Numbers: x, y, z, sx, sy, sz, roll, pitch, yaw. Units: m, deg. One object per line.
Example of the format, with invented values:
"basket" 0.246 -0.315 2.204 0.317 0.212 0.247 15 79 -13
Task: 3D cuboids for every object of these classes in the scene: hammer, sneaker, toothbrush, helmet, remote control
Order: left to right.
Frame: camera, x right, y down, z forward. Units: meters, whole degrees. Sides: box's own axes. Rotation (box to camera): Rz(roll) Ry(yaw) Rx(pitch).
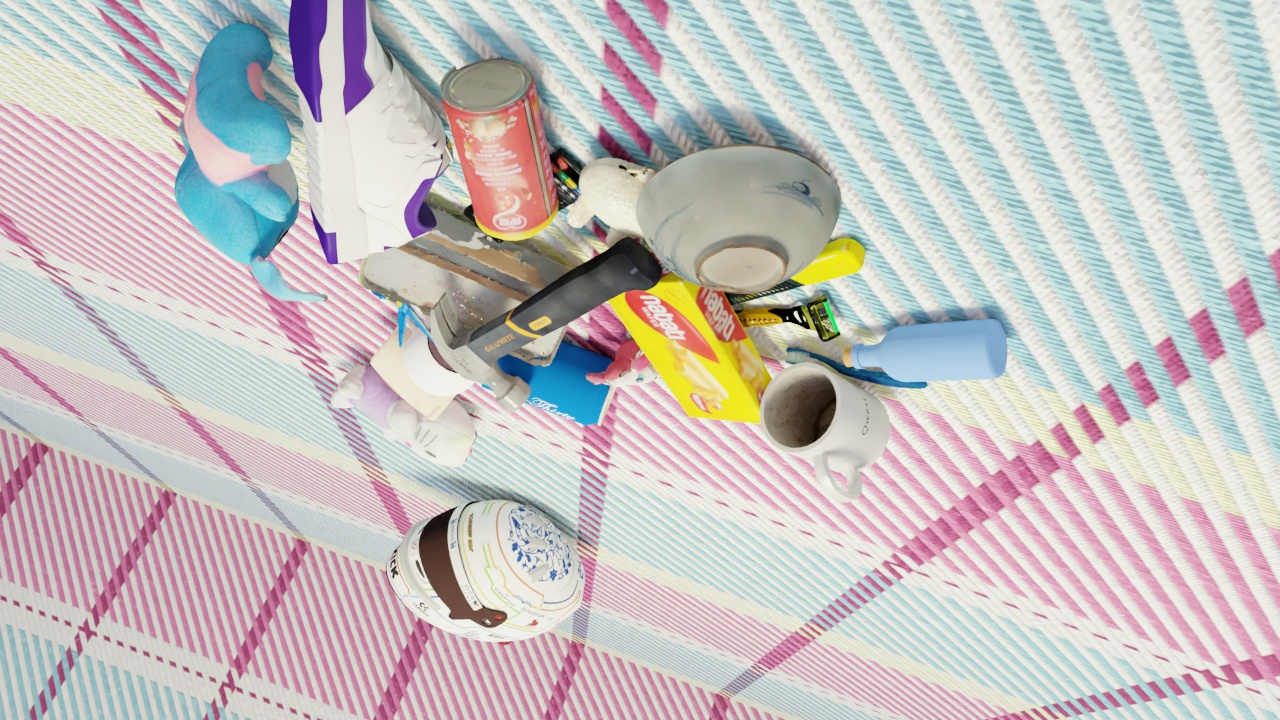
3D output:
"sneaker" -0.197 -0.182 0.697 0.111 0.091 0.245 -12 139 -23
"helmet" -0.249 0.356 1.594 0.237 0.230 0.314 -37 128 24
"remote control" -0.095 -0.139 0.780 0.141 0.021 0.045 -17 132 45
"hammer" -0.087 -0.036 0.832 0.139 0.035 0.313 43 144 -20
"toothbrush" 0.198 0.010 0.850 0.132 0.016 0.021 15 168 14

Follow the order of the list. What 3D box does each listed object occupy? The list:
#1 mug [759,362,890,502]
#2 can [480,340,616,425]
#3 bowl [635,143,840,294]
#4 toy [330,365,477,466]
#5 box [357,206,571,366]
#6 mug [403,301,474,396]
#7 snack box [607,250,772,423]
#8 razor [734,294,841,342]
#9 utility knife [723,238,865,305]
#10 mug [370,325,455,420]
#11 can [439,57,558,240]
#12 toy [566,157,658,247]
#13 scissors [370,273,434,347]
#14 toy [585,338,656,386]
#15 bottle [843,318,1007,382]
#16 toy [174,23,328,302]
"mug" 0.174 0.071 0.843 0.083 0.119 0.096 -26 148 32
"can" -0.101 0.015 1.007 0.146 0.078 0.079 20 154 2
"bowl" 0.072 -0.087 0.668 0.151 0.056 0.151 0 153 0
"toy" -0.324 0.077 1.285 0.209 0.085 0.138 31 155 -15
"box" -0.169 -0.081 0.900 0.216 0.071 0.157 23 137 -4
"mug" -0.235 -0.018 1.048 0.124 0.090 0.076 51 140 -5
"snack box" 0.048 -0.018 0.837 0.092 0.042 0.201 4 143 37
"razor" 0.107 -0.037 0.822 0.144 0.021 0.044 -1 133 37
"utility knife" 0.092 -0.063 0.785 0.029 0.020 0.234 42 147 -26
"mug" -0.272 0.007 1.132 0.104 0.085 0.111 39 179 -14
"can" -0.102 -0.155 0.684 0.067 0.066 0.124 13 144 15
"toy" -0.006 -0.125 0.707 0.087 0.050 0.113 27 140 -21
"scissors" -0.255 -0.068 0.989 0.125 0.014 0.131 49 137 11
"toy" -0.006 0.005 0.933 0.050 0.065 0.103 51 151 -5
"bottle" 0.230 -0.006 0.760 0.131 0.048 0.048 -3 145 40
"toy" -0.322 -0.155 0.749 0.224 0.098 0.192 60 144 20
